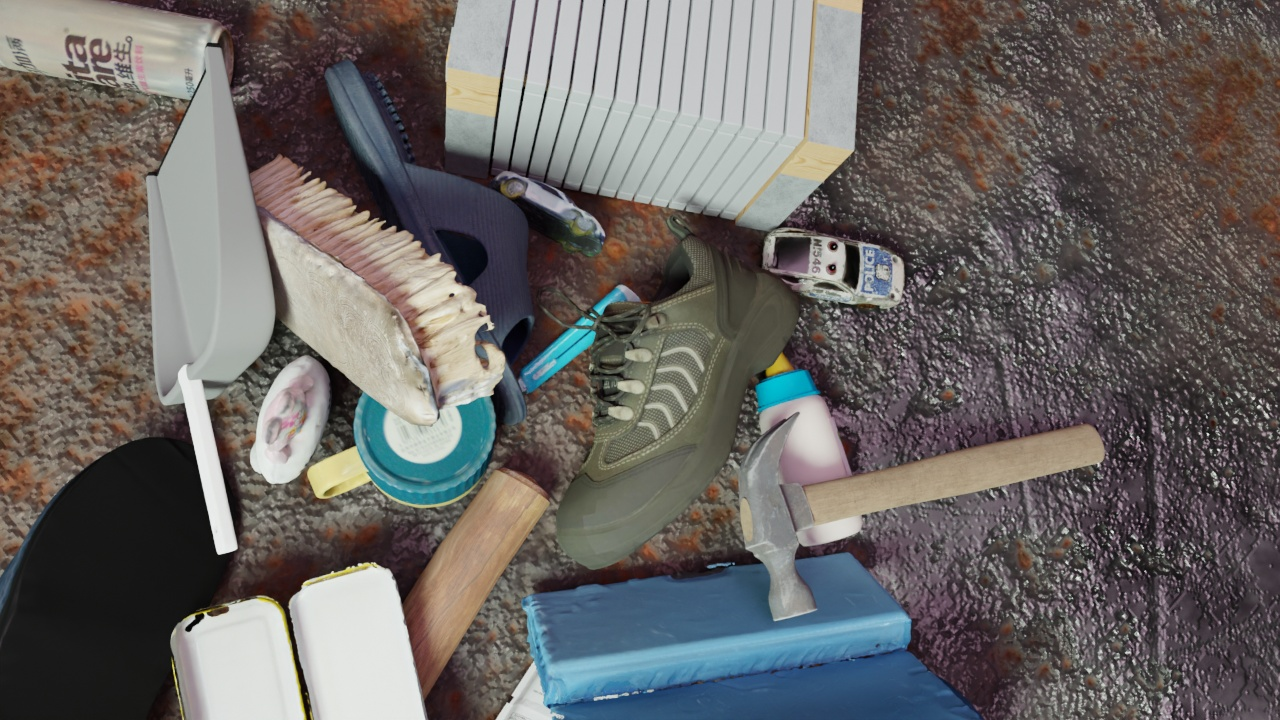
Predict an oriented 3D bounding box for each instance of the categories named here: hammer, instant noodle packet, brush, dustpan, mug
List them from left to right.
[{"bbox_3d":[-0.248,-0.021,0.519,0.033,0.164,0.257,-9,80,-40],"label":"dustpan"},{"bbox_3d":[-0.169,-0.045,0.506,0.056,0.271,0.083,-29,129,-30],"label":"brush"},{"bbox_3d":[-0.143,0.053,0.553,0.113,0.107,0.083,-24,86,-16],"label":"mug"},{"bbox_3d":[-0.143,0.201,0.556,0.158,0.037,0.300,32,74,-4],"label":"hammer"},{"bbox_3d":[-0.027,0.220,0.537,0.086,0.134,0.026,-54,138,-31],"label":"instant noodle packet"},{"bbox_3d":[0.208,0.079,0.625,0.330,0.031,0.119,-7,73,-27],"label":"hammer"}]

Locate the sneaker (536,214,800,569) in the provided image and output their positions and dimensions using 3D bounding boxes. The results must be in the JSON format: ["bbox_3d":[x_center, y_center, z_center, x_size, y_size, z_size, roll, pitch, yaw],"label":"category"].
[{"bbox_3d":[-0.003,0.004,0.585,0.143,0.101,0.237,40,68,-16],"label":"sneaker"}]

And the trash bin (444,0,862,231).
[{"bbox_3d":[0.002,-0.199,0.619,0.247,0.143,0.142,9,76,-10],"label":"trash bin"}]

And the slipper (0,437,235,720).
[{"bbox_3d":[-0.318,0.164,0.497,0.109,0.084,0.264,44,46,-45],"label":"slipper"}]

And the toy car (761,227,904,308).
[{"bbox_3d":[0.145,-0.069,0.676,0.112,0.041,0.048,9,77,-11],"label":"toy car"}]

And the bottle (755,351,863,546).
[{"bbox_3d":[0.111,0.053,0.636,0.051,0.051,0.146,-14,81,-15],"label":"bottle"}]

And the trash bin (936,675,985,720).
[{"bbox_3d":[0.094,0.289,0.538,0.249,0.139,0.139,-25,84,-18],"label":"trash bin"}]

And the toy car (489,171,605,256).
[{"bbox_3d":[-0.063,-0.104,0.639,0.090,0.039,0.027,28,70,-6],"label":"toy car"}]

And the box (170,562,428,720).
[{"bbox_3d":[-0.177,0.228,0.508,0.129,0.034,0.209,-14,80,-12],"label":"box"}]

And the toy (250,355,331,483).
[{"bbox_3d":[-0.203,0.035,0.535,0.037,0.126,0.075,23,76,-18],"label":"toy"}]

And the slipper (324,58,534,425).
[{"bbox_3d":[-0.117,-0.088,0.594,0.082,0.101,0.263,-26,81,-16],"label":"slipper"}]

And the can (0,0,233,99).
[{"bbox_3d":[-0.340,-0.204,0.593,0.135,0.054,0.054,7,76,-11],"label":"can"}]

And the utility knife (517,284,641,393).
[{"bbox_3d":[-0.047,-0.011,0.636,0.116,0.015,0.022,-43,117,-16],"label":"utility knife"}]

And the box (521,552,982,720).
[{"bbox_3d":[0.057,0.177,0.539,0.231,0.174,0.033,-4,108,-15],"label":"box"}]
